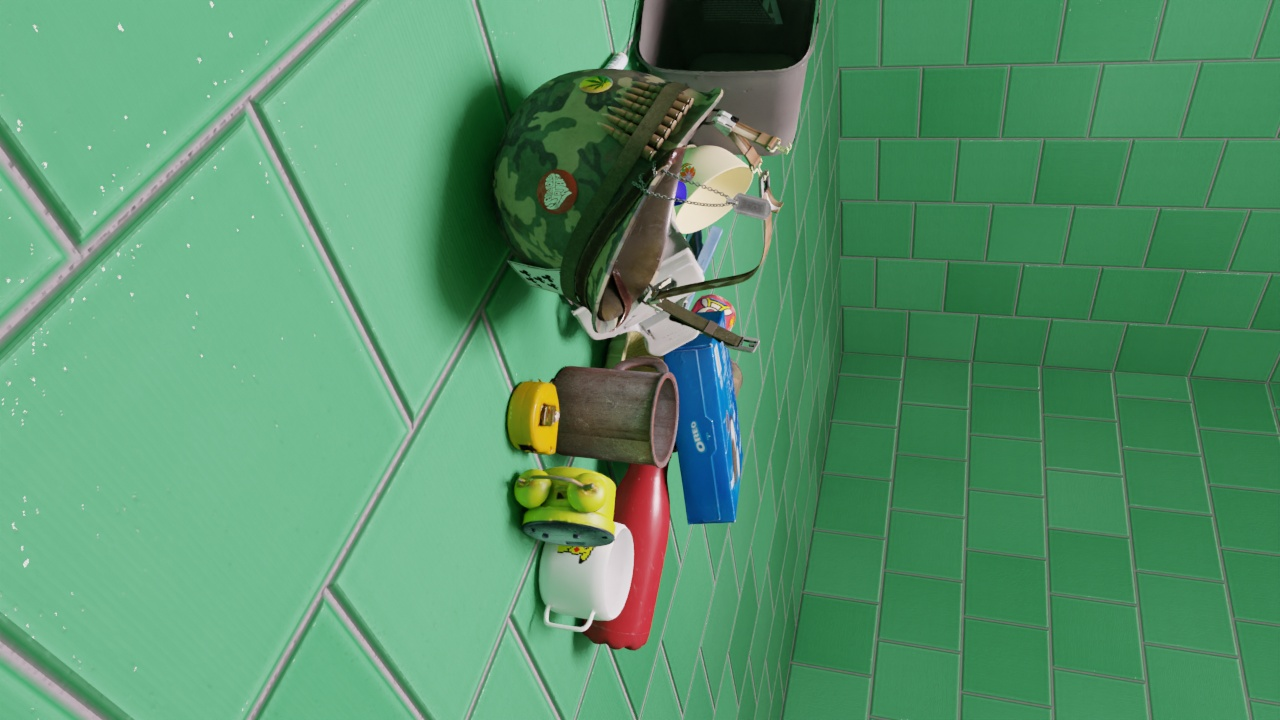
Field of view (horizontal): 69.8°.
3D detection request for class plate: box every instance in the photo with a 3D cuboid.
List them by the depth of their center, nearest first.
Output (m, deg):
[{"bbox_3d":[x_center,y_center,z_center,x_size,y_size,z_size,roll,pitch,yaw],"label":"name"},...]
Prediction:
[{"bbox_3d":[-0.006,0.006,1.026,0.184,0.036,0.184,9,89,-71],"label":"plate"}]

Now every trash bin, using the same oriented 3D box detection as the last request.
[{"bbox_3d":[0.112,-0.363,1.082,0.220,0.197,0.197,59,37,-71],"label":"trash bin"}]

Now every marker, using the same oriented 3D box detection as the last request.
[{"bbox_3d":[-0.039,-0.267,0.892,0.146,0.017,0.017,-66,154,-47],"label":"marker"}]

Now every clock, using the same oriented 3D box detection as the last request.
[{"bbox_3d":[-0.064,0.127,0.804,0.119,0.083,0.057,68,26,-61],"label":"clock"}]

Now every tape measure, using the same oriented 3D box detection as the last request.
[{"bbox_3d":[-0.090,0.047,0.788,0.059,0.030,0.068,22,73,-74],"label":"tape measure"}]

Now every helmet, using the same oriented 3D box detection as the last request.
[{"bbox_3d":[0.003,-0.115,0.697,0.193,0.236,0.223,111,-10,-46],"label":"helmet"}]

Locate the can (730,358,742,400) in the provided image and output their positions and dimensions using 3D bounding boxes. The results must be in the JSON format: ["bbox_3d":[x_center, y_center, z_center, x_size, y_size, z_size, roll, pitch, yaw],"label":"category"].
[{"bbox_3d":[0.089,0.043,1.258,0.074,0.090,0.090,-66,154,-47],"label":"can"}]

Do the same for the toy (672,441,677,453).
[{"bbox_3d":[0.021,0.101,1.154,0.103,0.070,0.090,-118,-136,-80],"label":"toy"}]

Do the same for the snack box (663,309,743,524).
[{"bbox_3d":[0.078,0.055,1.058,0.238,0.056,0.195,-56,139,-76],"label":"snack box"}]

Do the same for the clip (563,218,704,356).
[{"bbox_3d":[0.006,-0.056,0.875,0.151,0.126,0.089,53,15,-45],"label":"clip"}]

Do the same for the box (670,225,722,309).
[{"bbox_3d":[0.059,-0.114,1.249,0.209,0.052,0.067,-63,174,-46],"label":"box"}]

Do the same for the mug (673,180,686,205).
[{"bbox_3d":[-0.012,-0.153,0.849,0.083,0.111,0.079,2,88,-73],"label":"mug"}]

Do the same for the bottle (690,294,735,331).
[{"bbox_3d":[0.077,-0.023,1.217,0.062,0.062,0.137,77,32,-44],"label":"bottle"}]

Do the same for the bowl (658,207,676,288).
[{"bbox_3d":[-0.007,-0.124,0.953,0.115,0.062,0.115,5,89,-72],"label":"bowl"}]

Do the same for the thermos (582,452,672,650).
[{"bbox_3d":[-0.006,0.183,0.981,0.073,0.073,0.240,13,88,-72],"label":"thermos"}]

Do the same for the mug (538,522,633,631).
[{"bbox_3d":[-0.055,0.206,0.875,0.115,0.068,0.094,-68,156,-43],"label":"mug"}]

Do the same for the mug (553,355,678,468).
[{"bbox_3d":[-0.021,0.040,0.881,0.096,0.110,0.122,84,19,-45],"label":"mug"}]

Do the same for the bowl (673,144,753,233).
[{"bbox_3d":[0.070,-0.225,1.141,0.074,0.118,0.118,55,8,17],"label":"bowl"}]
